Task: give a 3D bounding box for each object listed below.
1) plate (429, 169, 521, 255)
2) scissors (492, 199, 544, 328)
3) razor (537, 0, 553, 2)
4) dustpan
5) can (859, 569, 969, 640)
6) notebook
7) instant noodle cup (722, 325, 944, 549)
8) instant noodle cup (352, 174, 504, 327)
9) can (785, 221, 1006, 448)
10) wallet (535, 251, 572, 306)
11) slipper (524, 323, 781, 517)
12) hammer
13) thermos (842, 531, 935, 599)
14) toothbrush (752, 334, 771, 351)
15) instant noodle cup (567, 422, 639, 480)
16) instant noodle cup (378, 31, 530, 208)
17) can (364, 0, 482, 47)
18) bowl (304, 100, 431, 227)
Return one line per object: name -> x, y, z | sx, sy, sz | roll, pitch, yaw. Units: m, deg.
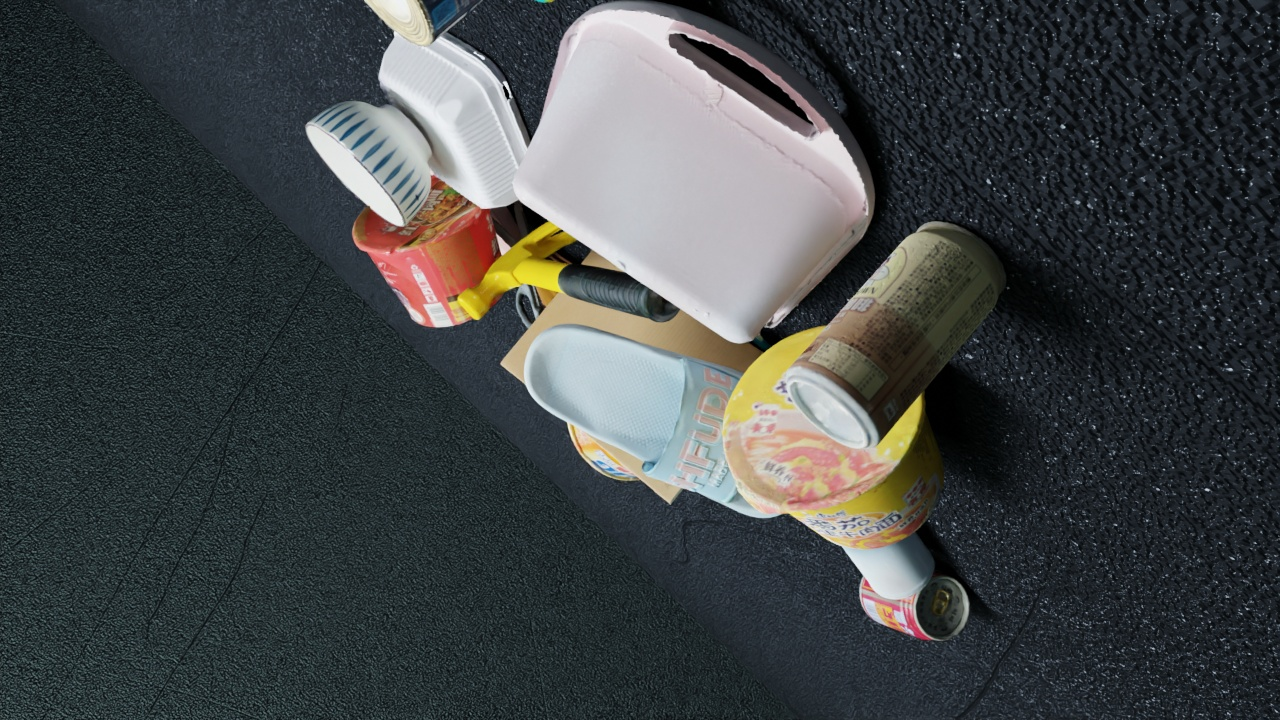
plate -> -0.213, -0.188, 1.054 | 0.229, 0.028, 0.230 | 40, 165, 13
scissors -> -0.115, -0.102, 0.951 | 0.181, 0.014, 0.160 | 38, 135, 12
razor -> -0.088, -0.242, 0.581 | 0.132, 0.028, 0.043 | 33, 131, 43
dustpan -> 0.037, -0.117, 0.582 | 0.222, 0.139, 0.273 | 32, -168, -4
can -> 0.265, 0.231, 0.889 | 0.066, 0.066, 0.094 | 46, 165, -9
notebook -> -0.005, 0.005, 0.809 | 0.211, 0.149, 0.012 | 37, 176, 23
instant noodle cup -> 0.141, 0.060, 0.634 | 0.138, 0.138, 0.110 | 29, 167, 44
instant noodle cup -> -0.202, -0.106, 0.917 | 0.138, 0.137, 0.109 | 30, 148, 41
can -> 0.131, -0.013, 0.472 | 0.058, 0.116, 0.058 | 41, 166, 13
wallet -> -0.082, -0.074, 1.013 | 0.119, 0.035, 0.131 | 38, 163, 18
slipper -> 0.020, 0.042, 0.721 | 0.245, 0.104, 0.074 | 24, -173, 5
hammer -> -0.056, -0.068, 0.770 | 0.033, 0.128, 0.301 | 51, 165, -28
thermos -> 0.183, 0.121, 0.805 | 0.220, 0.070, 0.070 | 51, 163, -27
toothbrush -> 0.076, -0.038, 0.745 | 0.191, 0.016, 0.018 | 42, 155, 4
instant noodle cup -> 0.019, 0.044, 0.882 | 0.151, 0.151, 0.112 | 49, 156, -20
instant noodle cup -> -0.162, -0.207, 0.813 | 0.138, 0.060, 0.173 | 36, 165, 25
can -> -0.100, -0.230, 0.486 | 0.075, 0.111, 0.075 | 40, 165, 13
bowl -> -0.228, -0.181, 0.805 | 0.116, 0.066, 0.116 | 39, 165, 12
